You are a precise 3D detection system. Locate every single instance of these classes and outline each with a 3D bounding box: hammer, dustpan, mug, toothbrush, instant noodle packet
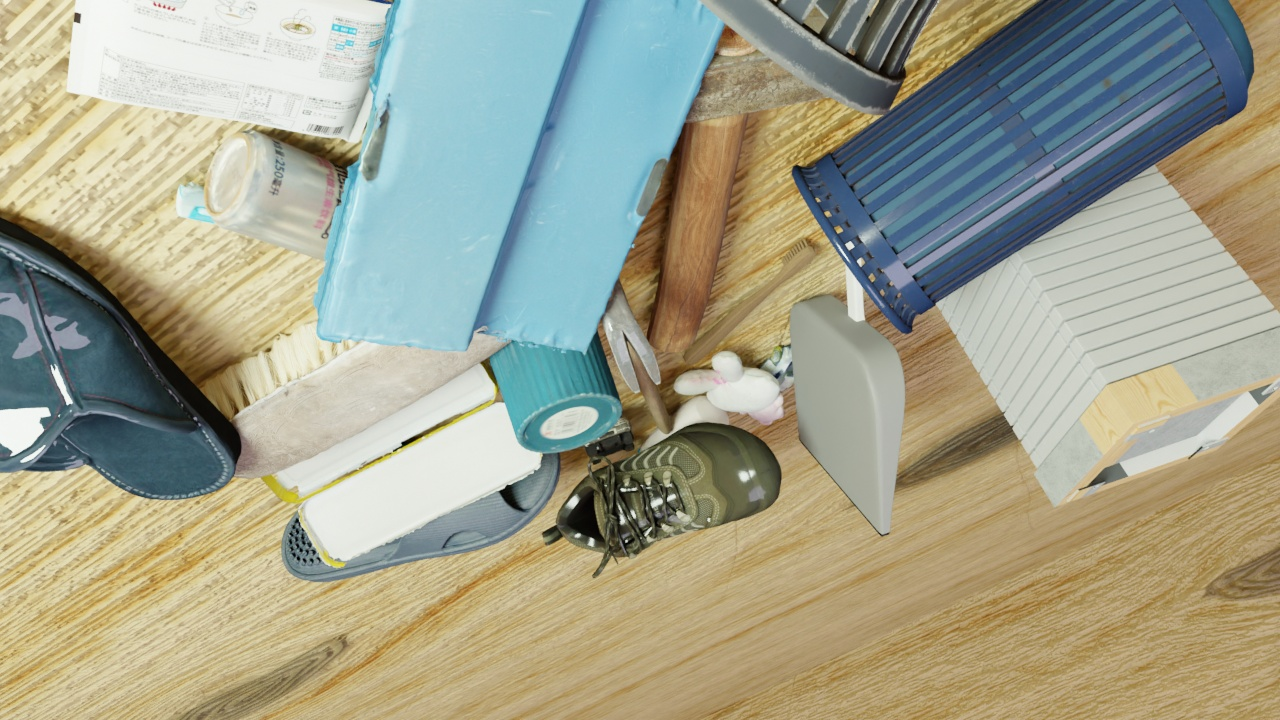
[{"bbox_3d":[0.032,-0.097,0.635,0.157,0.037,0.301,-14,149,-13],"label":"hammer"},{"bbox_3d":[-0.004,0.004,0.736,0.031,0.119,0.331,-22,159,-2],"label":"hammer"},{"bbox_3d":[0.172,-0.003,0.770,0.033,0.163,0.258,-16,119,-10],"label":"dustpan"},{"bbox_3d":[-0.067,0.012,0.680,0.083,0.107,0.114,-12,150,-19],"label":"mug"},{"bbox_3d":[0.088,-0.046,0.779,0.016,0.016,0.167,6,143,-39],"label":"toothbrush"},{"bbox_3d":[-0.185,-0.145,0.428,0.134,0.026,0.087,3,143,-35],"label":"instant noodle packet"}]

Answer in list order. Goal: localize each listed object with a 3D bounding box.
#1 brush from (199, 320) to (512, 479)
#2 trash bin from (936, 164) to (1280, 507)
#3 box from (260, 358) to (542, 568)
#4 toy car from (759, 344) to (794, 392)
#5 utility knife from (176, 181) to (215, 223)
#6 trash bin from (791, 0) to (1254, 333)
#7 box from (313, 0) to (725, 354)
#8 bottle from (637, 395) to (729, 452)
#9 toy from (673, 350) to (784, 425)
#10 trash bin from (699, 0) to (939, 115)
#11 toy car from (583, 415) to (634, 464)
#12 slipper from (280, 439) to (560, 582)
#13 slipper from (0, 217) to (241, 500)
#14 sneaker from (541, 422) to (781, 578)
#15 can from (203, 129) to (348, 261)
[{"bbox_3d":[-0.196,0.004,0.633,0.272,0.056,0.083,-29,150,15],"label":"brush"},{"bbox_3d":[0.342,-0.043,0.708,0.142,0.246,0.143,-17,150,-7],"label":"trash bin"},{"bbox_3d":[-0.191,0.074,0.717,0.210,0.034,0.129,-27,106,10],"label":"box"},{"bbox_3d":[0.132,0.016,0.894,0.038,0.027,0.090,0,144,-36],"label":"toy car"},{"bbox_3d":[-0.208,-0.081,0.530,0.116,0.015,0.022,9,138,-45],"label":"utility knife"},{"bbox_3d":[0.241,-0.143,0.595,0.250,0.139,0.139,-35,148,19],"label":"trash bin"},{"bbox_3d":[-0.063,-0.103,0.487,0.174,0.033,0.232,5,124,-31],"label":"box"},{"bbox_3d":[0.030,0.092,0.929,0.051,0.051,0.147,6,141,-39],"label":"bottle"},{"bbox_3d":[0.093,0.027,0.864,0.076,0.037,0.125,-24,142,38],"label":"toy"},{"bbox_3d":[0.113,-0.236,0.342,0.164,0.164,0.228,9,135,-42],"label":"trash bin"},{"bbox_3d":[-0.033,0.071,0.873,0.048,0.040,0.113,-19,168,-5],"label":"toy car"},{"bbox_3d":[-0.198,0.120,0.785,0.264,0.101,0.082,-20,152,4],"label":"slipper"},{"bbox_3d":[-0.331,0.024,0.515,0.109,0.083,0.266,-20,137,7],"label":"slipper"},{"bbox_3d":[0.000,0.124,0.823,0.239,0.101,0.142,-23,177,41],"label":"sneaker"},{"bbox_3d":[-0.168,-0.081,0.516,0.054,0.054,0.135,-38,146,27],"label":"can"}]
